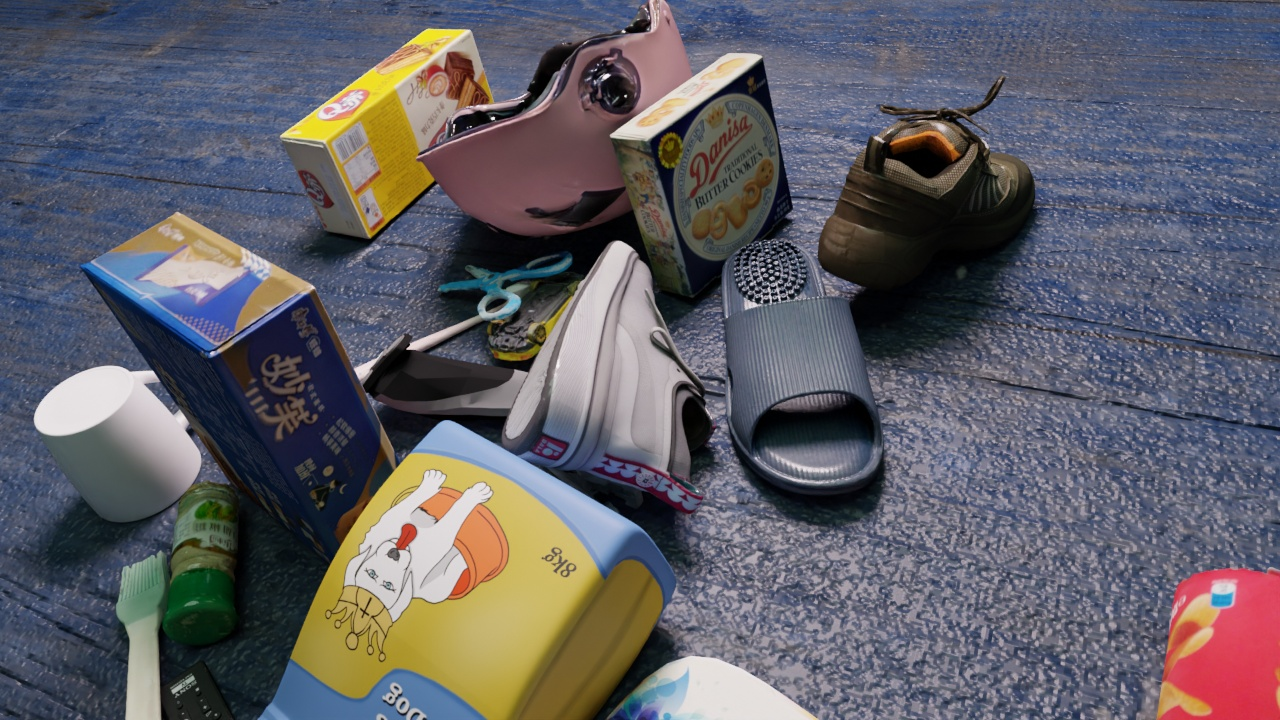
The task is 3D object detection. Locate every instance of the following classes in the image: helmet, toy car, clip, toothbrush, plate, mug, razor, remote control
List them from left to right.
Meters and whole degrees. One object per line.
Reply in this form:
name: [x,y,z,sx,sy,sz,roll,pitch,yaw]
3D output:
mug: [-0.372,0.047,0.673,0.081,0.088,0.114,9,47,21]
remote control: [-0.235,0.224,0.514,0.030,0.009,0.140,-35,48,-23]
toothbrush: [-0.168,-0.021,0.754,0.181,0.018,0.015,-28,45,-16]
razor: [-0.128,0.020,0.679,0.156,0.060,0.057,15,34,-1]
toy car: [-0.080,-0.037,0.740,0.049,0.030,0.106,7,42,34]
helmet: [-0.063,-0.191,0.797,0.231,0.152,0.254,-4,30,45]
clip: [-0.040,0.087,0.609,0.078,0.023,0.049,18,49,25]
plate: [0.034,0.240,0.435,0.187,0.016,0.186,27,55,34]

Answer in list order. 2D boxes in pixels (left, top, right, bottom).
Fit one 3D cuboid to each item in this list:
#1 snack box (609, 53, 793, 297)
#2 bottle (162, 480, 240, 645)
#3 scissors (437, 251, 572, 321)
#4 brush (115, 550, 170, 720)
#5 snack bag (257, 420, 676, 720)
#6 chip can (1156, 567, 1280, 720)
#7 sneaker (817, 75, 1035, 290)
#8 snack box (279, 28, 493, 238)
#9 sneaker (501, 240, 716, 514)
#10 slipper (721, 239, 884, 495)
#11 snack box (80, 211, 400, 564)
snack box: [0.056,-0.150,0.745,0.043,0.145,0.144,20,51,42]
bottle: [-0.285,0.130,0.602,0.043,0.043,0.111,-18,42,-7]
scissors: [-0.113,-0.072,0.776,0.114,0.013,0.140,-35,29,-16]
brush: [-0.296,0.193,0.546,0.033,0.012,0.217,-25,39,-11]
snack bag: [-0.102,0.157,0.503,0.159,0.102,0.204,24,67,32]
chip can: [0.254,0.199,0.393,0.073,0.073,0.232,15,48,26]
sneaker: [0.227,-0.156,0.701,0.237,0.143,0.101,-25,41,-37]
snack box: [-0.241,-0.232,0.924,0.062,0.110,0.229,12,48,28]
sneaker: [-0.004,0.004,0.646,0.128,0.097,0.262,31,28,-11]
slipper: [0.102,-0.022,0.652,0.101,0.083,0.263,-10,42,4]
snack box: [-0.239,0.025,0.584,0.155,0.203,0.069,24,53,32]
